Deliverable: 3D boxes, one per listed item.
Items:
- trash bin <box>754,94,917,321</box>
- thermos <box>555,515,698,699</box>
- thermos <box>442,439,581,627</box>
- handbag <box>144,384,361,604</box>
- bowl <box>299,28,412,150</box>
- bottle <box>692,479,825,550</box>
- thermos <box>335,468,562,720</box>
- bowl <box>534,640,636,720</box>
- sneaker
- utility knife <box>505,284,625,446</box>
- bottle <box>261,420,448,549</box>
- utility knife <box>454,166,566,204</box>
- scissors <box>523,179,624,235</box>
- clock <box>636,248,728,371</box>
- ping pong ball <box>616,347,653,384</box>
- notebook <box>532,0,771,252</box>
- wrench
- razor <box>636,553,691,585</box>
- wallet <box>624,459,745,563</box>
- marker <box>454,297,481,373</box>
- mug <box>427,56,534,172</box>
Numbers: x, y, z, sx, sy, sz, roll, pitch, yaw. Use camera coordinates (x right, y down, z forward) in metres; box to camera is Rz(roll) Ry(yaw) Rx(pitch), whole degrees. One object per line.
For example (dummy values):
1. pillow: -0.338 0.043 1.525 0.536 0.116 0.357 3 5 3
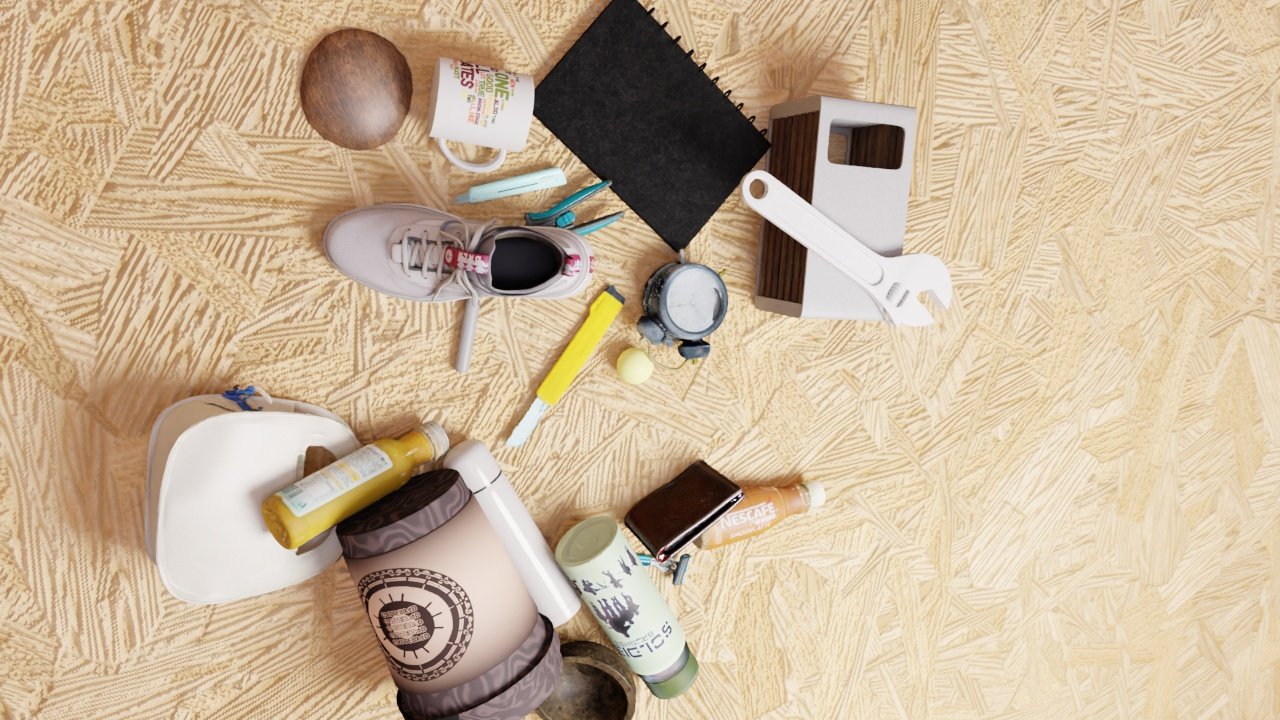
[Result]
1. trash bin: 0.211 -0.163 1.011 0.114 0.114 0.229 1 99 -19
2. thermos: -0.011 0.282 1.024 0.082 0.082 0.231 -34 117 -11
3. thermos: -0.138 0.185 0.983 0.052 0.052 0.224 -32 108 -12
4. handbag: -0.367 0.125 0.886 0.199 0.093 0.201 4 98 -40
5. bowl: -0.270 -0.260 0.876 0.102 0.026 0.114 16 93 -21
6. bottle: 0.137 0.174 1.072 0.167 0.059 0.059 -13 103 -17
7. thermos: -0.194 0.237 0.912 0.172 0.173 0.226 -25 104 -14
8. bowl: -0.061 0.358 1.028 0.121 0.056 0.121 4 117 8
9. sneaker: -0.176 -0.098 0.871 0.263 0.128 0.097 5 95 -3
10. utility knife: -0.082 0.008 0.991 0.030 0.018 0.206 36 81 -15
11. bottle: -0.270 0.115 0.891 0.185 0.053 0.053 -31 110 -41
12. utility knife: -0.134 -0.179 0.944 0.119 0.015 0.022 -16 135 -15
13. scissors: -0.087 -0.146 0.960 0.132 0.019 0.148 18 99 -16
14. clock: 0.045 -0.052 1.004 0.090 0.052 0.129 21 88 -21
15. ping pong ball: -0.006 0.006 1.005 0.040 0.040 0.040 -3 100 -19
16. notebook: 0.015 -0.254 0.980 0.231 0.019 0.169 41 86 -20
17. wrench: 0.217 -0.121 0.949 0.273 0.018 0.086 33 88 -20
18. razor: -0.015 0.229 1.051 0.144 0.022 0.042 11 110 -16
19. wallet: 0.046 0.164 1.019 0.120 0.099 0.031 -36 115 -10
20. marker: -0.174 -0.057 0.949 0.016 0.016 0.140 9 96 -20
21. mug: -0.160 -0.236 0.900 0.089 0.073 0.105 6 123 -20
